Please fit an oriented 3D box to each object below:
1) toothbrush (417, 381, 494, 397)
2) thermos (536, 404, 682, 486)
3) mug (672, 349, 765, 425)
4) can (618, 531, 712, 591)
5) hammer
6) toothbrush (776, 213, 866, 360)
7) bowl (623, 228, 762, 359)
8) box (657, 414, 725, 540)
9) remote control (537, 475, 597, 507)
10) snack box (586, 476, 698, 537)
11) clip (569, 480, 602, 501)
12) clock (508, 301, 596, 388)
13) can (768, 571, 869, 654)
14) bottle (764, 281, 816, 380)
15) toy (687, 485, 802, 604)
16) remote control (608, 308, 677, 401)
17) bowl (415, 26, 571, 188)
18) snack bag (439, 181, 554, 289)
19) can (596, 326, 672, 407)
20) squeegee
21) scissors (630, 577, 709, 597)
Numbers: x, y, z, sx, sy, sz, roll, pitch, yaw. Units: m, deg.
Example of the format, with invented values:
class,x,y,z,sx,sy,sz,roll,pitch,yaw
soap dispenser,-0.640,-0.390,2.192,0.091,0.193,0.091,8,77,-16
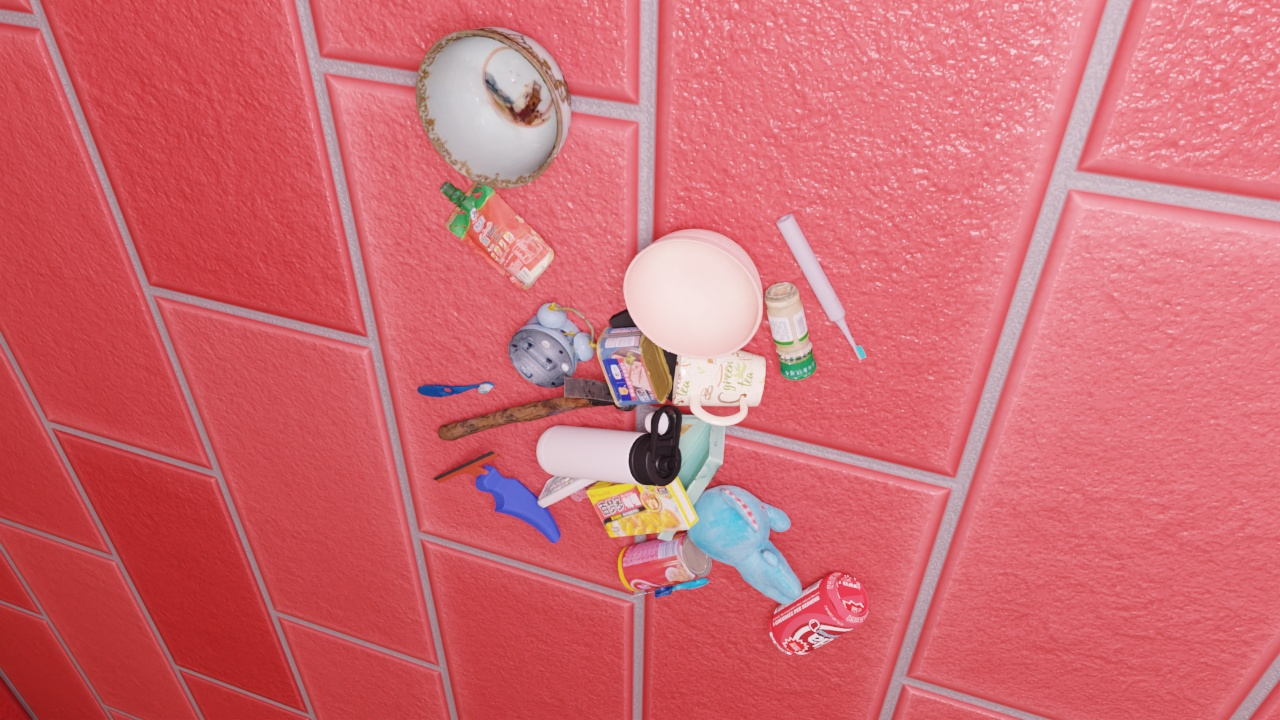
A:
class,x,y,z,sx,sy,sz,roll,pitch,yaw
toothbrush,-0.261,0.041,1.280,0.132,0.016,0.021,-4,121,26
thermos,-0.041,0.104,1.166,0.230,0.068,0.101,-1,89,47
mug,0.089,0.030,1.042,0.097,0.121,0.081,8,127,-1
can,0.033,0.286,1.305,0.125,0.066,0.067,-22,114,35
hammer,-0.164,0.070,1.219,0.331,0.033,0.119,-15,160,39
toothbrush,0.197,-0.074,0.981,0.019,0.018,0.188,-19,116,32
bowl,0.065,-0.083,0.996,0.153,0.075,0.153,12,129,15
box,0.032,0.144,1.186,0.091,0.077,0.189,20,134,-8
remote control,-0.093,0.169,1.281,0.022,0.050,0.134,44,131,-17
snack box,0.000,0.187,1.191,0.153,0.025,0.075,-17,104,45
clip,-0.078,0.188,1.302,0.060,0.043,0.023,-29,108,23
clock,-0.107,-0.021,1.138,0.089,0.051,0.125,43,130,-10
can,0.243,0.347,1.253,0.074,0.074,0.143,37,132,-6
bottle,0.165,-0.032,1.013,0.043,0.042,0.110,-3,123,26
toy,0.146,0.232,1.188,0.180,0.114,0.184,42,156,13
remote control,0.022,-0.010,1.113,0.058,0.013,0.133,-22,114,36
bowl,-0.134,-0.266,0.929,0.160,0.093,0.160,13,130,15
snack bag,-0.174,-0.153,1.077,0.155,0.044,0.087,41,126,-4
can,-0.006,0.006,1.093,0.059,0.053,0.100,-4,124,26
squeegee,-0.188,0.204,1.350,0.185,0.055,0.250,44,148,-12
scissors,0.032,0.335,1.339,0.130,0.117,0.014,-17,79,29
